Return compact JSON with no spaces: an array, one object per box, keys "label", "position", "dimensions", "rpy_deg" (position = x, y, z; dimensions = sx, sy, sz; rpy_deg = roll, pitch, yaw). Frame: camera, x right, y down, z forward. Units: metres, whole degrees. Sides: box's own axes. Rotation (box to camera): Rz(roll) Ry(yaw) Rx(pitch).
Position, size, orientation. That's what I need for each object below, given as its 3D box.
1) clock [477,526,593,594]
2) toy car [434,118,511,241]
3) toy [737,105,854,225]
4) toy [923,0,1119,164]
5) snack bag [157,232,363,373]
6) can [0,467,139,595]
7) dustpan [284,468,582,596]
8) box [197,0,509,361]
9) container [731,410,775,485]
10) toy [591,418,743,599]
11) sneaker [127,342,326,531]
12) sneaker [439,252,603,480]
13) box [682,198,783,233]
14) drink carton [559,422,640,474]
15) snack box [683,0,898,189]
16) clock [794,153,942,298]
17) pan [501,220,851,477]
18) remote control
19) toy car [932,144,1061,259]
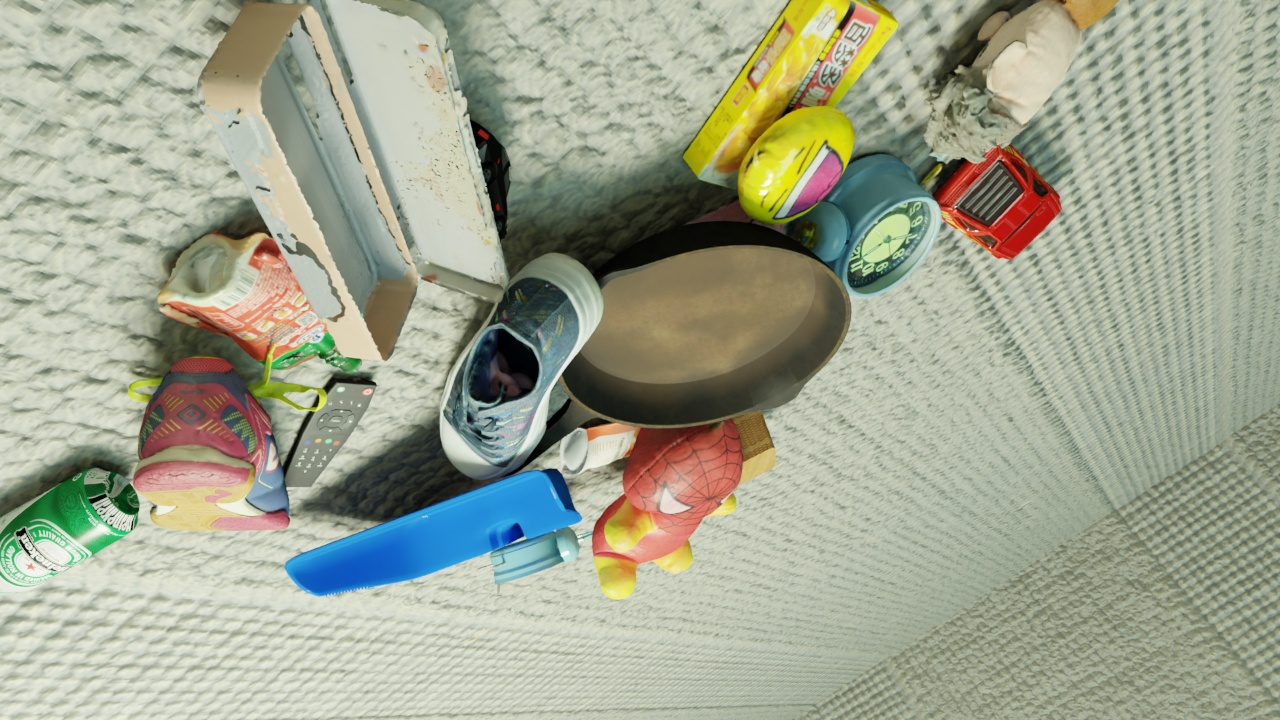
[{"label":"clock","position":[-0.097,0.195,0.925],"dimensions":[0.123,0.042,0.088],"rpy_deg":[-16,174,-28]},{"label":"toy car","position":[-0.099,-0.111,0.559],"dimensions":[0.036,0.042,0.092],"rpy_deg":[-47,157,-25]},{"label":"toy","position":[0.108,-0.134,0.638],"dimensions":[0.094,0.041,0.096],"rpy_deg":[-5,140,-43]},{"label":"toy","position":[0.275,-0.217,0.671],"dimensions":[0.176,0.076,0.132],"rpy_deg":[-49,171,29]},{"label":"snack bag","position":[-0.224,-0.025,0.585],"dimensions":[0.087,0.044,0.155],"rpy_deg":[-27,152,6]},{"label":"can","position":[-0.396,0.115,0.624],"dimensions":[0.101,0.053,0.053],"rpy_deg":[-30,148,-1]},{"label":"dustpan","position":[-0.139,0.147,0.838],"dimensions":[0.246,0.059,0.257],"rpy_deg":[-21,175,15]},{"label":"box","position":[-0.152,-0.086,0.502],"dimensions":[0.107,0.095,0.217],"rpy_deg":[-50,157,-26]},{"label":"container","position":[0.090,0.098,0.973],"dimensions":[0.114,0.061,0.063],"rpy_deg":[-26,148,-6]},{"label":"toy","position":[0.026,0.127,0.877],"dimensions":[0.147,0.099,0.217],"rpy_deg":[-20,143,-46]},{"label":"sneaker","position":[-0.277,0.063,0.629],"dimensions":[0.116,0.091,0.242],"rpy_deg":[0,161,-17]},{"label":"sneaker","position":[-0.106,0.021,0.658],"dimensions":[0.079,0.087,0.236],"rpy_deg":[-47,174,-45]},{"label":"box","position":[0.085,-0.045,0.789],"dimensions":[0.098,0.046,0.233],"rpy_deg":[-25,147,-7]},{"label":"drink carton","position":[-0.016,0.077,0.895],"dimensions":[0.122,0.039,0.069],"rpy_deg":[-9,143,-40]},{"label":"snack box","position":[0.101,-0.183,0.628],"dimensions":[0.075,0.025,0.153],"rpy_deg":[4,135,-42]},{"label":"clock","position":[0.176,-0.100,0.760],"dimensions":[0.162,0.060,0.118],"rpy_deg":[-30,142,-10]},{"label":"pan","position":[-0.005,0.004,0.739],"dimensions":[0.357,0.043,0.248],"rpy_deg":[-31,141,26]},{"label":"remote control","position":[-0.242,0.056,0.703],"dimensions":[0.039,0.010,0.125],"rpy_deg":[6,133,-43]},{"label":"toy car","position":[0.328,-0.142,0.835],"dimensions":[0.189,0.056,0.082],"rpy_deg":[13,125,-50]}]
